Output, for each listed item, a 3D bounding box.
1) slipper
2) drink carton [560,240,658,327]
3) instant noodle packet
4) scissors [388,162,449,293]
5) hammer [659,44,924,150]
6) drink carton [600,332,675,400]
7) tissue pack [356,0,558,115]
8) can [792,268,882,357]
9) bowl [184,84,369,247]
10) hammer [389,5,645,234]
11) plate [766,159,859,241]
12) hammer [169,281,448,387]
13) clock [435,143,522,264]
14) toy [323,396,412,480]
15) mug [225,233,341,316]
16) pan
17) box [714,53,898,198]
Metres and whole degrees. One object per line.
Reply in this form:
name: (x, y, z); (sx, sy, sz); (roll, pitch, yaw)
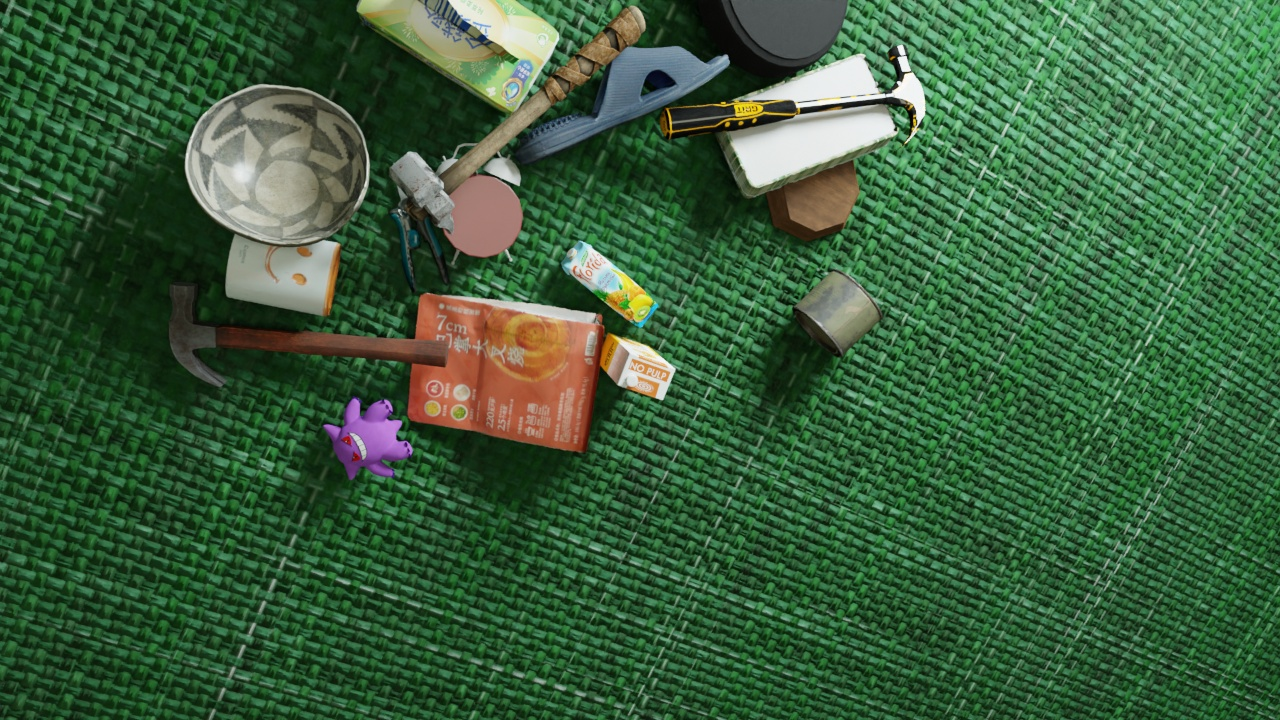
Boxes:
slipper: (-0.031, -0.306, 1.038); (0.263, 0.101, 0.082); (-25, 101, -1)
drink carton: (-0.039, -0.093, 1.114); (0.129, 0.038, 0.044); (38, 92, -20)
instant noodle packet: (-0.162, 0.013, 1.098); (0.221, 0.084, 0.164); (7, 107, -7)
scissors: (-0.261, -0.146, 1.053); (0.126, 0.019, 0.144); (28, 94, -19)
hammer: (0.179, -0.290, 1.066); (0.320, 0.036, 0.123); (-10, 85, -10)
drink carton: (-0.007, 0.006, 1.103); (0.058, 0.122, 0.040); (19, 98, -18)
tissue pack: (-0.187, -0.351, 0.954); (0.197, 0.141, 0.120); (23, 97, -19)
can: (0.250, -0.059, 1.171); (0.074, 0.090, 0.090); (-44, 110, -1)
bowl: (-0.378, -0.193, 0.968); (0.178, 0.081, 0.178); (5, 74, -17)
hammer: (-0.120, -0.256, 0.960); (0.318, 0.121, 0.049); (-41, 76, -2)
plate: (0.222, -0.214, 1.158); (0.131, 0.025, 0.131); (-4, 105, -14)
hammer: (-0.371, -0.019, 1.040); (0.300, 0.028, 0.111); (5, 104, -10)
clock: (-0.184, -0.178, 1.049); (0.096, 0.048, 0.138); (-5, 105, -14)
toy: (-0.321, 0.093, 1.080); (0.088, 0.056, 0.106); (-24, 99, -4)
mug: (-0.387, -0.098, 0.999); (0.105, 0.082, 0.082); (10, 101, -16)
pan: (0.146, -0.505, 1.036); (0.203, 0.044, 0.356); (-13, 102, -29)
box: (0.197, -0.283, 1.107); (0.205, 0.050, 0.117); (-24, 85, -10)
